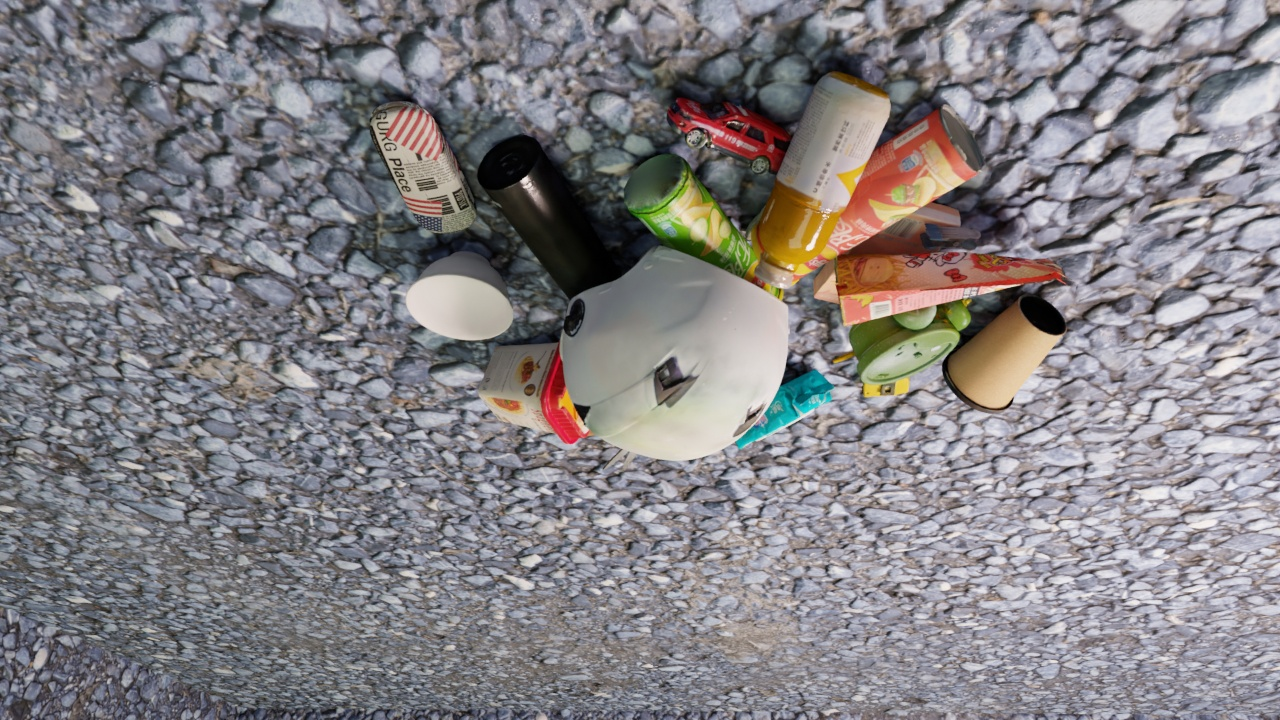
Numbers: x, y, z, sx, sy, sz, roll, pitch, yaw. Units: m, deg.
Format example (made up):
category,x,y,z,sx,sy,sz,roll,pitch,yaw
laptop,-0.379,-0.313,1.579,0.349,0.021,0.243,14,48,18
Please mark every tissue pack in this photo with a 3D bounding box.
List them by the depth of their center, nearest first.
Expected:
category,x,y,z,sx,sy,sz,roll,pitch,yaw
tissue pack,0.176,0.062,1.174,0.093,0.050,0.134,-20,169,-47

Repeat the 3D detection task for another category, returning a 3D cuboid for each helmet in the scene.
category,x,y,z,sx,sy,sz,roll,pitch,yaw
helmet,0.032,0.022,0.935,0.229,0.145,0.259,27,135,-32

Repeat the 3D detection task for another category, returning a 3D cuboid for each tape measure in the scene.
category,x,y,z,sx,sy,sz,roll,pitch,yaw
tape measure,0.310,0.027,1.158,0.060,0.028,0.057,-4,145,11

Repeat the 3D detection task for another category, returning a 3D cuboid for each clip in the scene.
category,x,y,z,sx,sy,sz,roll,pitch,yaw
clip,0.303,-0.120,0.898,0.058,0.026,0.038,0,138,-6

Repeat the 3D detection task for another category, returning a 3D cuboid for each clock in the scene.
category,x,y,z,sx,sy,sz,roll,pitch,yaw
clock,0.299,-0.034,1.017,0.116,0.056,0.162,-1,149,-37

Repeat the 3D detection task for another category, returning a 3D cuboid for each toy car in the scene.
category,x,y,z,sx,sy,sz,roll,pitch,yaw
toy car,0.081,-0.204,0.819,0.120,0.053,0.045,13,120,-24

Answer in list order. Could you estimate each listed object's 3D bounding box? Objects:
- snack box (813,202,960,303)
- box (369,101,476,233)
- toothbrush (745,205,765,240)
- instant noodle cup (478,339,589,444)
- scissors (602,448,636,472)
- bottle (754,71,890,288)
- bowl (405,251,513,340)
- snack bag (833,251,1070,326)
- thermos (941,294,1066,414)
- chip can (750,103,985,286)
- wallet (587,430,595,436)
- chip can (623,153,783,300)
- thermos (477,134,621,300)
category,x,y,z,sx,sy,sz,roll,pitch,yaw
snack box,0.253,-0.110,0.961,0.084,0.026,0.158,12,146,-14
box,-0.209,-0.187,0.895,0.068,0.051,0.164,7,146,15
toothbrush,0.152,-0.171,0.889,0.016,0.017,0.188,15,145,-20
instant noodle cup,-0.126,0.034,1.156,0.124,0.116,0.116,3,148,23
scissors,0.008,0.106,1.292,0.163,0.014,0.165,-15,139,3
bottle,0.152,-0.154,0.808,0.068,0.068,0.190,14,117,-15
bowl,-0.196,-0.082,1.021,0.118,0.064,0.118,2,146,1
snack bag,0.297,-0.079,0.899,0.208,0.073,0.128,-5,-172,12
thermos,0.416,-0.006,1.052,0.093,0.092,0.144,14,137,-14
chip can,0.206,-0.150,0.857,0.073,0.073,0.217,30,134,-33
wallet,-0.058,0.070,1.276,0.101,0.020,0.115,-5,143,12
chip can,0.067,-0.118,0.931,0.073,0.072,0.221,-17,141,29
thermos,-0.071,-0.117,0.939,0.068,0.090,0.242,-43,139,-6
